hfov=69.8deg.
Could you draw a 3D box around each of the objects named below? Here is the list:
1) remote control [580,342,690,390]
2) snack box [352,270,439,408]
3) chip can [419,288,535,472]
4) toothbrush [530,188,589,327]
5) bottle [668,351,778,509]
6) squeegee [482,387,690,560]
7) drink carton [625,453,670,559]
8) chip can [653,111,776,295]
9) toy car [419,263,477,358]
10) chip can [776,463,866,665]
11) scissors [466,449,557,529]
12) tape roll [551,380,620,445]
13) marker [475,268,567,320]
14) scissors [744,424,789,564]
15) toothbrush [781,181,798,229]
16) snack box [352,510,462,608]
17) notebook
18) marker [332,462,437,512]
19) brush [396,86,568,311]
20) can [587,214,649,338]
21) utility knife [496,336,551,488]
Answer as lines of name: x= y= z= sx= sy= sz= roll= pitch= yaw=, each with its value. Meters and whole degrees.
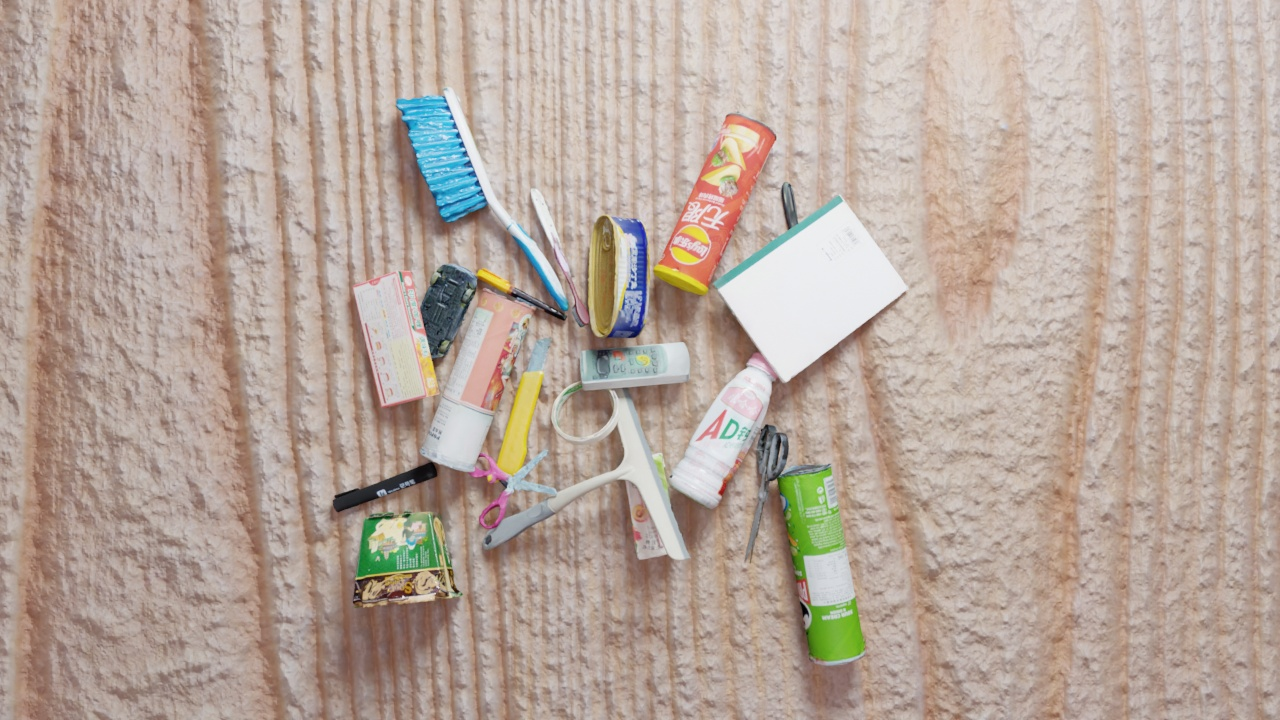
remote control: x=-0.007 y=0.007 z=1.129 sx=0.135 sy=0.019 sz=0.056 roll=-5 pitch=48 yaw=0
snack box: x=-0.298 y=-0.025 z=1.118 sx=0.077 sy=0.027 sz=0.156 roll=-13 pitch=90 yaw=29
chip can: x=-0.197 y=0.023 z=1.114 sx=0.071 sy=0.071 sz=0.214 roll=20 pitch=89 yaw=-1
toothbrush: x=-0.102 y=-0.128 z=1.136 sx=0.016 sy=0.017 sz=0.187 roll=-16 pitch=80 yaw=-35
bottle: x=0.108 y=0.082 z=1.122 sx=0.068 sy=0.068 sz=0.197 roll=30 pitch=84 yaw=-1
squeegee: x=-0.095 y=0.171 z=1.105 sx=0.247 sy=0.039 sz=0.246 roll=-27 pitch=61 yaw=13
drink carton: x=0.012 y=0.179 z=1.129 sx=0.053 sy=0.045 sz=0.122 roll=-10 pitch=89 yaw=0
chip can: x=0.092 y=-0.190 z=1.120 sx=0.073 sy=0.073 sz=0.216 roll=26 pitch=89 yaw=-1
toy car: x=-0.243 y=-0.061 z=1.132 sx=0.054 sy=0.036 sz=0.121 roll=26 pitch=99 yaw=1
chip can: x=0.220 y=0.245 z=1.119 sx=0.072 sy=0.072 sz=0.236 roll=-10 pitch=90 yaw=-1
scissors: x=-0.159 y=0.157 z=1.116 sx=0.133 sy=0.017 sz=0.124 roll=9 pitch=87 yaw=26
tape roll: x=-0.067 y=0.063 z=1.121 sx=0.086 sy=0.014 sz=0.085 roll=-8 pitch=57 yaw=13
marker: x=-0.147 y=-0.081 z=1.142 sx=0.124 sy=0.018 sz=0.015 roll=28 pitch=81 yaw=-2
scissors: x=0.152 y=0.166 z=1.122 sx=0.014 sy=0.141 sz=0.173 roll=9 pitch=65 yaw=-17
toothbrush: x=0.198 y=-0.135 z=1.150 sx=0.015 sy=0.018 sz=0.181 roll=-10 pitch=88 yaw=2
snack box: x=-0.280 y=0.237 z=1.100 sx=0.118 sy=0.118 sz=0.105 roll=-4 pitch=78 yaw=-4
notebook: x=0.212 y=-0.091 z=1.130 sx=0.209 sy=0.012 sz=0.150 roll=-35 pitch=89 yaw=-14
marker: x=-0.316 y=0.156 z=1.138 sx=0.132 sy=0.020 sz=0.022 roll=-20 pitch=61 yaw=0
brush: x=-0.194 y=-0.190 z=1.127 sx=0.109 sy=0.060 sz=0.314 roll=-21 pitch=93 yaw=-5
can: x=-0.026 y=-0.100 z=1.111 sx=0.049 sy=0.075 sz=0.148 roll=0 pitch=91 yaw=-30
utility knife: x=-0.143 y=0.063 z=1.141 sx=0.033 sy=0.015 sz=0.197 roll=17 pitch=92 yaw=0
